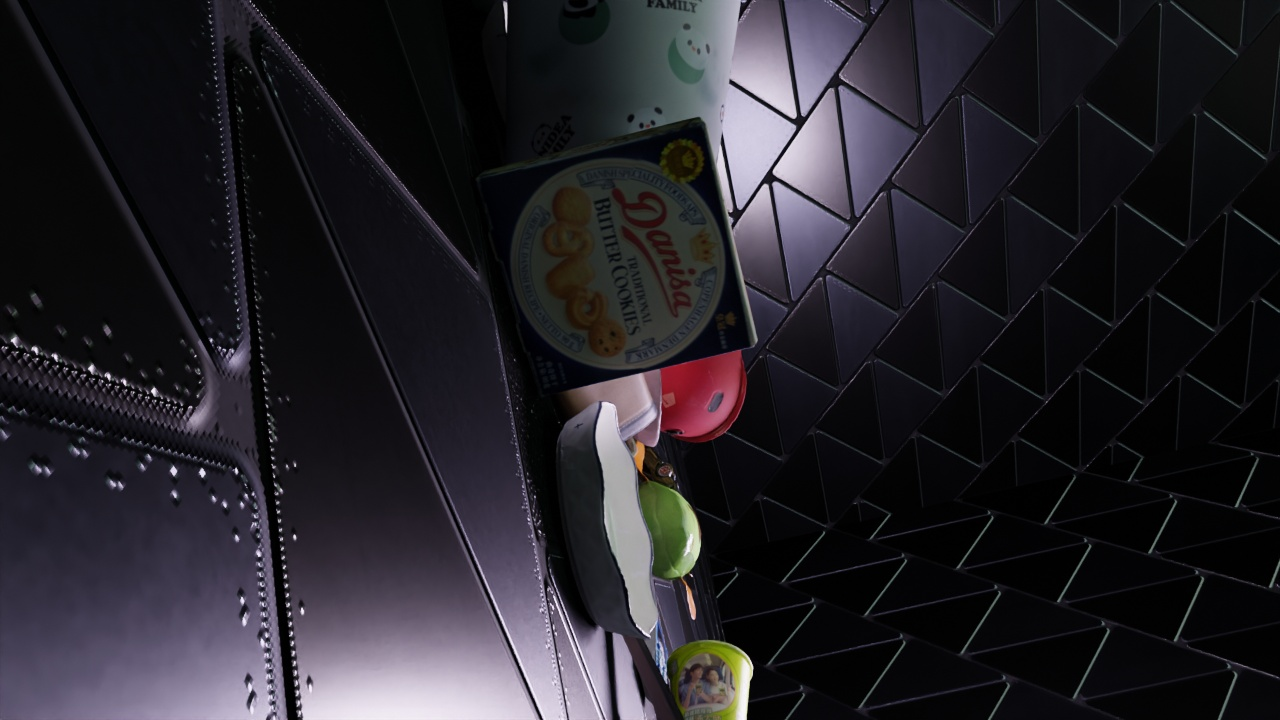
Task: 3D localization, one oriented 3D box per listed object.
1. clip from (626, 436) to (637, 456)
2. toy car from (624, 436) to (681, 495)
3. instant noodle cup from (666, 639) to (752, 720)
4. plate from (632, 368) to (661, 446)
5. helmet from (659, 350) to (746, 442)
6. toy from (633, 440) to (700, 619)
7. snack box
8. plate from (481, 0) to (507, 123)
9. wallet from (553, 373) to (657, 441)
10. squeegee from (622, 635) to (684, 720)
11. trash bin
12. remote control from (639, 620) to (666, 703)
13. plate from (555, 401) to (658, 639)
[{"bbox_3d":[-0.029,0.108,0.991,0.070,0.035,0.099,44,18,-16],"label":"clip"},{"bbox_3d":[0.013,0.143,1.258,0.158,0.042,0.070,50,-15,41],"label":"toy car"},{"bbox_3d":[0.083,0.428,1.124,0.123,0.112,0.112,-82,160,-56],"label":"instant noodle cup"},{"bbox_3d":[-0.006,0.006,1.081,0.192,0.039,0.192,176,-88,-84],"label":"plate"},{"bbox_3d":[0.030,-0.008,1.263,0.143,0.207,0.239,11,50,-47],"label":"helmet"},{"bbox_3d":[0.028,0.209,1.135,0.247,0.090,0.227,80,-13,-81],"label":"toy"},{"bbox_3d":[-0.017,-0.080,0.721,0.045,0.182,0.178,-89,164,-72],"label":"snack box"},{"bbox_3d":[-0.131,-0.304,0.998,0.265,0.034,0.162,-93,168,-71],"label":"plate"},{"bbox_3d":[-0.034,0.033,0.854,0.033,0.090,0.115,48,-16,41],"label":"wallet"},{"bbox_3d":[0.027,0.376,0.878,0.247,0.040,0.250,58,-13,33],"label":"squeegee"},{"bbox_3d":[-0.018,-0.262,0.825,0.229,0.230,0.251,52,42,-82],"label":"trash bin"},{"bbox_3d":[0.014,0.321,0.991,0.124,0.024,0.049,-79,155,-79],"label":"remote control"},{"bbox_3d":[-0.028,0.137,0.787,0.204,0.045,0.205,-11,89,-83],"label":"plate"}]
